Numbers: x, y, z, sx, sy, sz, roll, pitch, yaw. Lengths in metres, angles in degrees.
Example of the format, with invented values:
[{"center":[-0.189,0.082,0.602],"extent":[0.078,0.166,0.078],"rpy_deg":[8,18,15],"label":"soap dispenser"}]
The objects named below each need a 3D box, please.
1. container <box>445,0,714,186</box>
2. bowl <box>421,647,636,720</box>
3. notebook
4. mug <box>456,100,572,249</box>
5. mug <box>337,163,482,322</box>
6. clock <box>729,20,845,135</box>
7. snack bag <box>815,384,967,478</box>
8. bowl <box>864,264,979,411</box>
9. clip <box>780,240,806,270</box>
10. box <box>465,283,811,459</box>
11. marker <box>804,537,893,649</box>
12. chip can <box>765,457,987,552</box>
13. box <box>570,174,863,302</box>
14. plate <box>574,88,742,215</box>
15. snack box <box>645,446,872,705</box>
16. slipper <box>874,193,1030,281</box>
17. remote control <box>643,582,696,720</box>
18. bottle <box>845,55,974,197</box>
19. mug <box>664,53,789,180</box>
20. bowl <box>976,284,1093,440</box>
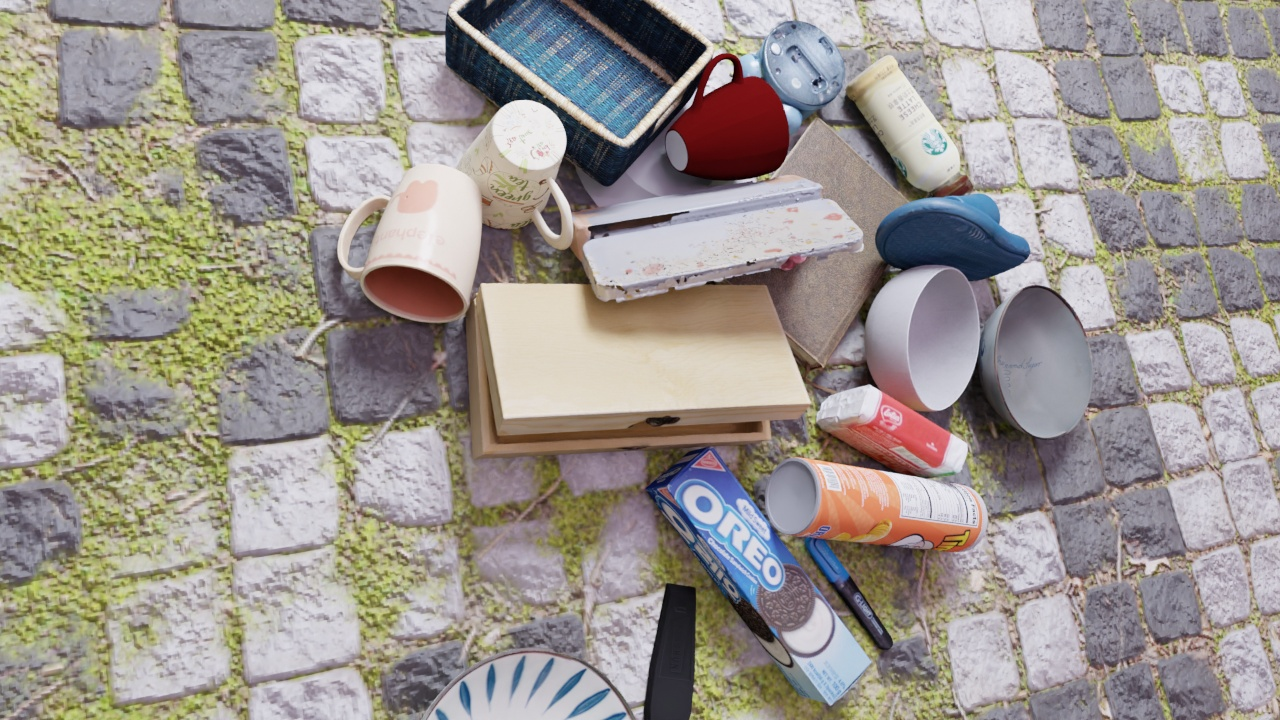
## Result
[{"center":[-0.053,-0.261,0.788],"extent":[0.187,0.071,0.145],"rpy_deg":[38,66,2],"label":"container"},{"center":[-0.088,0.296,0.646],"extent":[0.177,0.071,0.177],"rpy_deg":[10,67,-25],"label":"bowl"},{"center":[0.179,-0.098,0.872],"extent":[0.190,0.035,0.215],"rpy_deg":[42,66,-9],"label":"notebook"},{"center":[-0.091,-0.143,0.743],"extent":[0.081,0.097,0.122],"rpy_deg":[-29,89,-25],"label":"mug"},{"center":[-0.179,-0.095,0.714],"extent":[0.111,0.085,0.104],"rpy_deg":[4,63,10],"label":"mug"},{"center":[0.140,-0.271,0.890],"extent":[0.124,0.052,0.089],"rpy_deg":[-42,96,-24],"label":"clock"},{"center":[0.225,0.067,0.826],"extent":[0.116,0.077,0.036],"rpy_deg":[30,70,-12],"label":"snack bag"},{"center":[0.255,-0.022,0.855],"extent":[0.131,0.064,0.132],"rpy_deg":[-6,99,-43],"label":"bowl"},{"center":[0.143,-0.104,0.831],"extent":[0.022,0.038,0.058],"rpy_deg":[45,67,-3],"label":"clip"},{"center":[-0.004,0.001,0.729],"extent":[0.248,0.123,0.140],"rpy_deg":[0,82,-22],"label":"box"},{"center":[0.186,0.205,0.811],"extent":[0.018,0.015,0.123],"rpy_deg":[-37,94,-25],"label":"marker"},{"center":[0.206,0.126,0.786],"extent":[0.210,0.062,0.062],"rpy_deg":[12,72,-33],"label":"chip can"},{"center":[0.056,-0.101,0.748],"extent":[0.216,0.154,0.058],"rpy_deg":[-11,116,-9],"label":"box"},{"center":[0.022,-0.195,0.843],"extent":[0.172,0.019,0.172],"rpy_deg":[5,75,-20],"label":"plate"},{"center":[0.097,0.178,0.761],"extent":[0.059,0.060,0.226],"rpy_deg":[-36,92,-21],"label":"snack box"},{"center":[0.295,-0.118,0.870],"extent":[0.213,0.104,0.059],"rpy_deg":[10,65,-46],"label":"slipper"},{"center":[0.027,0.245,0.742],"extent":[0.039,0.010,0.124],"rpy_deg":[13,72,-18],"label":"remote control"},{"center":[0.275,-0.227,0.929],"extent":[0.056,0.057,0.162],"rpy_deg":[-36,92,-25],"label":"bottle"},{"center":[0.067,-0.206,0.795],"extent":[0.088,0.087,0.114],"rpy_deg":[-22,126,-22],"label":"mug"},{"center":[0.377,0.004,0.907],"extent":[0.150,0.057,0.150],"rpy_deg":[5,81,-30],"label":"bowl"}]
